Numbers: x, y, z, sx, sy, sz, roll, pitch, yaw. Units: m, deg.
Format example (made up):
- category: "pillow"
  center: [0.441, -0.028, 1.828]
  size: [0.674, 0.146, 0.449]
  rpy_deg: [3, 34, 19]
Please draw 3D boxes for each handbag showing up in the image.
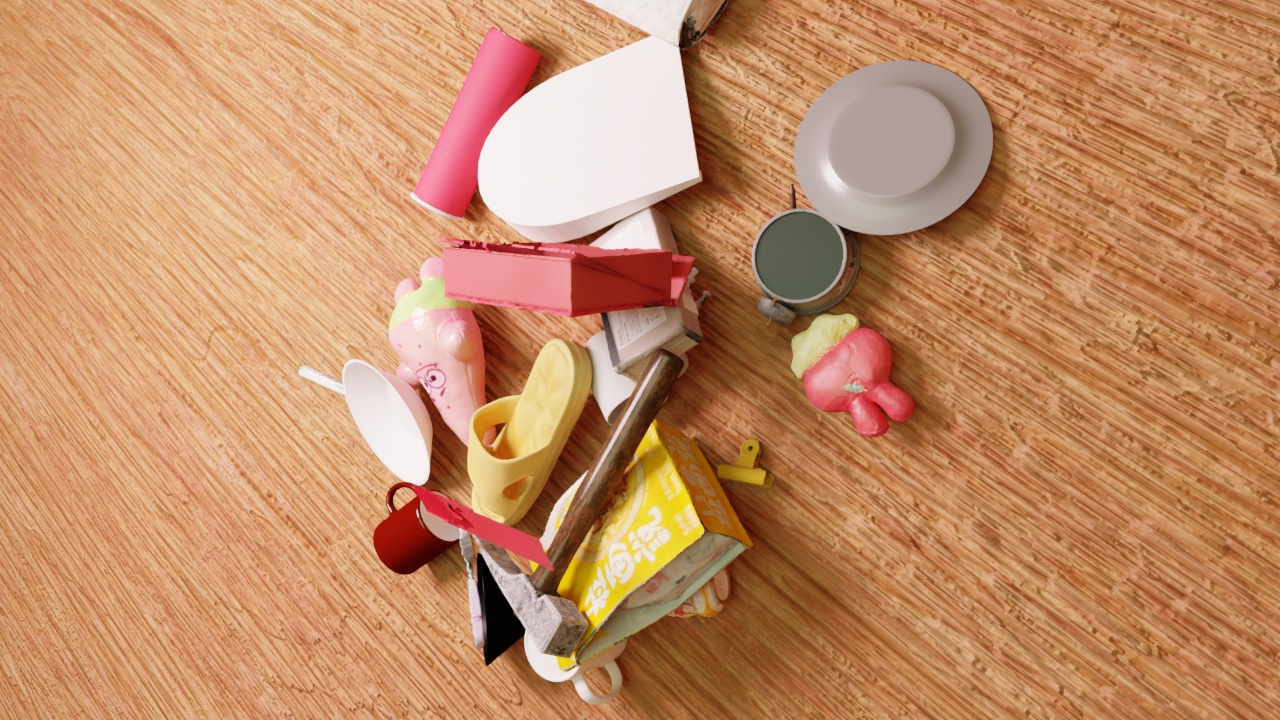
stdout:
- category: "handbag"
  center: [0.013, -0.425, 0.982]
  size: [0.195, 0.072, 0.139]
  rpy_deg: [38, 95, 26]

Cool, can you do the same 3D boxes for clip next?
- category: "clip"
  center: [0.109, 0.106, 0.927]
  size: [0.054, 0.046, 0.048]
  rpy_deg: [5, 123, 31]

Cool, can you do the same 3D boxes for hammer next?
- category: "hammer"
  center: [-0.060, 0.110, 0.918]
  size: [0.301, 0.037, 0.218]
  rpy_deg: [-61, 36, 6]

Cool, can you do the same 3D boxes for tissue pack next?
- category: "tissue pack"
  center: [0.011, -0.070, 0.953]
  size: [0.104, 0.071, 0.181]
  rpy_deg: [-34, 45, 22]

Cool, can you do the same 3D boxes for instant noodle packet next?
- category: "instant noodle packet"
  center: [-0.022, 0.182, 0.912]
  size: [0.222, 0.084, 0.163]
  rpy_deg: [-43, 42, 12]

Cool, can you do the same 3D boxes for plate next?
- category: "plate"
  center: [0.232, -0.201, 0.851]
  size: [0.179, 0.012, 0.178]
  rpy_deg: [-5, 73, 17]
- category: "plate"
  center: [-0.299, 0.069, 1.127]
  size: [0.174, 0.036, 0.174]
  rpy_deg: [29, 136, 33]

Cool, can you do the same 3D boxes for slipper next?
- category: "slipper"
  center: [-0.140, 0.086, 1.006]
  size: [0.264, 0.078, 0.099]
  rpy_deg: [-58, 46, 27]

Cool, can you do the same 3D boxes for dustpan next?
- category: "dustpan"
  center: [-0.057, -0.232, 1.023]
  size: [0.258, 0.053, 0.191]
  rpy_deg: [-16, 67, 21]

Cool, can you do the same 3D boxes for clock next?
- category: "clock"
  center: [0.152, -0.086, 0.893]
  size: [0.104, 0.056, 0.148]
  rpy_deg: [28, 96, 19]

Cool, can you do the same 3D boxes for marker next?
- category: "marker"
  center: [-0.409, 0.034, 1.231]
  size: [0.147, 0.017, 0.017]
  rpy_deg: [19, 96, 29]

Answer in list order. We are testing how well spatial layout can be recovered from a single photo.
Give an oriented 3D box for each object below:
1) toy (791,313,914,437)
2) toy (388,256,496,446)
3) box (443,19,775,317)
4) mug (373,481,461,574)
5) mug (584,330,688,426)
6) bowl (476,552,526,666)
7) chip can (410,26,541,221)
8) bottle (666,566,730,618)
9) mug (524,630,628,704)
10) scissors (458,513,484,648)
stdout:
- category: "toy"
  center: [0.199, 0.012, 0.866]
  size: [0.092, 0.045, 0.135]
  rpy_deg: [-48, 62, 15]
- category: "toy"
  center: [-0.234, -0.001, 1.090]
  size: [0.193, 0.096, 0.236]
  rpy_deg: [-30, 81, 52]
- category: "box"
  center: [-0.032, -0.187, 0.924]
  size: [0.213, 0.148, 0.374]
  rpy_deg: [13, 71, 45]
- category: "mug"
  center: [-0.274, 0.193, 1.111]
  size: [0.083, 0.073, 0.105]
  rpy_deg: [-36, 68, 23]
- category: "mug"
  center: [-0.006, 0.006, 0.980]
  size: [0.107, 0.071, 0.089]
  rpy_deg: [-27, 64, -3]
- category: "bowl"
  center: [-0.152, 0.277, 1.035]
  size: [0.052, 0.124, 0.124]
  rpy_deg: [-4, 83, -14]
- category: "chip can"
  center: [-0.197, -0.281, 1.099]
  size: [0.069, 0.069, 0.221]
  rpy_deg: [35, 104, 27]
- category: "bottle"
  center: [0.035, 0.231, 0.937]
  size: [0.109, 0.063, 0.063]
  rpy_deg: [-11, 81, 29]
- category: "mug"
  center: [-0.058, 0.308, 0.970]
  size: [0.074, 0.090, 0.110]
  rpy_deg: [-39, 69, 22]
- category: "scissors"
  center: [-0.190, 0.229, 1.022]
  size: [0.170, 0.013, 0.176]
  rpy_deg: [-110, 16, -51]
